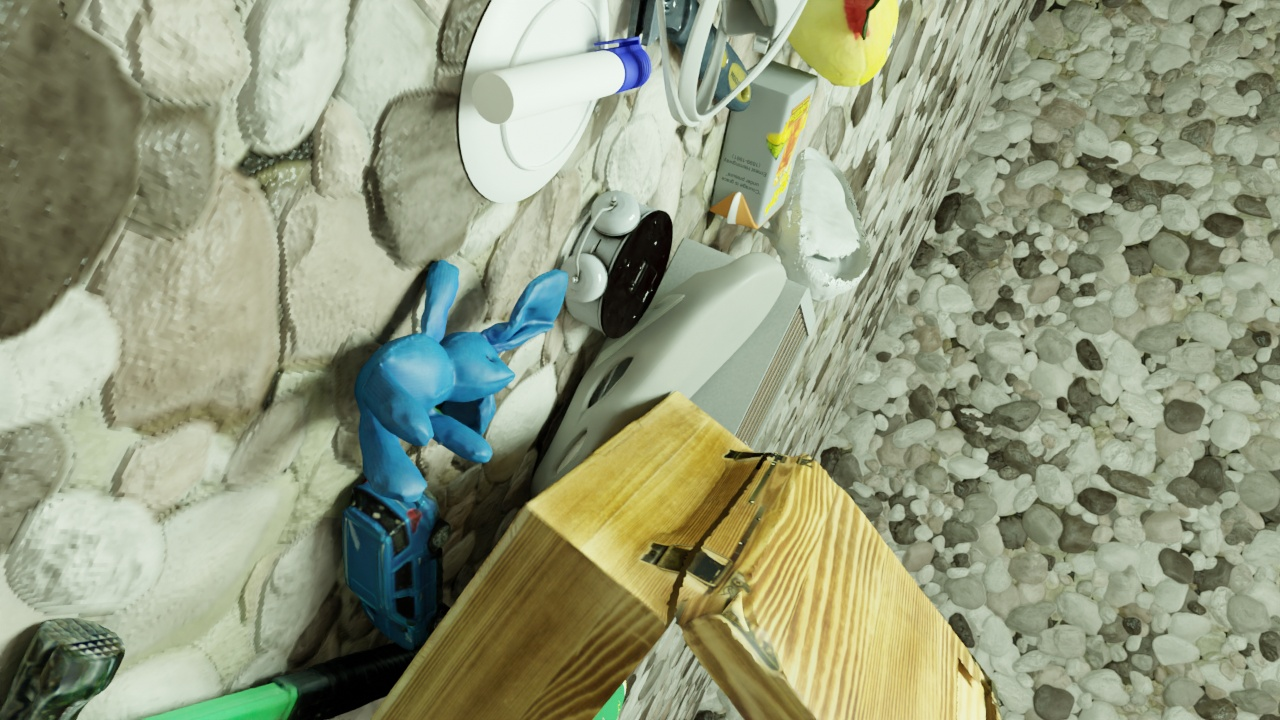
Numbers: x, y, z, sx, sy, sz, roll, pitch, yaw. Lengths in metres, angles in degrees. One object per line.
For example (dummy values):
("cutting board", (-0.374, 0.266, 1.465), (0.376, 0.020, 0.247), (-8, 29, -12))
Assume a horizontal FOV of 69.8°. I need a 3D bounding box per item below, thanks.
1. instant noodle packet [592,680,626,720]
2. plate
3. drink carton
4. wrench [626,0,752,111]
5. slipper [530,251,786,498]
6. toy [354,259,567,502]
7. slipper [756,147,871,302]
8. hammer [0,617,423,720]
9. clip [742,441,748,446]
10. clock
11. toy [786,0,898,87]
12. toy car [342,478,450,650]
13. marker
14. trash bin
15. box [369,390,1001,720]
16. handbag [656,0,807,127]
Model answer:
("instant noodle packet", (-0.098, 0.382, 0.879), (0.196, 0.090, 0.252), (-53, 168, 12))
("plate", (-0.048, -0.145, 0.478), (0.134, 0.011, 0.135), (-53, 159, -32))
("drink carton", (0.104, -0.184, 0.788), (0.076, 0.048, 0.125), (-45, 153, -46))
("wrench", (0.035, -0.215, 0.601), (0.273, 0.022, 0.073), (6, 102, -70))
("slipper", (-0.004, 0.004, 0.717), (0.266, 0.080, 0.113), (-49, 156, 6))
("toy", (-0.098, 0.015, 0.463), (0.176, 0.071, 0.113), (-49, 161, -66))
("slipper", (0.163, -0.131, 0.889), (0.246, 0.112, 0.075), (-79, -169, -56))
("hammer", (-0.193, 0.181, 0.473), (0.130, 0.032, 0.318), (-65, 162, -1))
("clip", (0.077, 0.097, 0.747), (0.057, 0.052, 0.102), (-25, 147, -18))
("clock", (-0.018, -0.067, 0.625), (0.094, 0.035, 0.122), (-64, 161, -4))
("toy", (0.167, -0.295, 0.759), (0.207, 0.092, 0.134), (-42, 132, -67))
("toy car", (-0.138, 0.113, 0.507), (0.043, 0.056, 0.120), (-38, 146, -43))
("marker", (-0.035, -0.142, 0.458), (0.132, 0.023, 0.027), (-38, 127, -54))
("trash bin", (0.050, 0.029, 0.810), (0.228, 0.114, 0.114), (-63, 162, -5))
("box", (0.064, 0.204, 0.572), (0.287, 0.334, 0.278), (-56, 169, 19))
("handbag", (0.069, -0.238, 0.520), (0.215, 0.096, 0.223), (2, 106, -68))
